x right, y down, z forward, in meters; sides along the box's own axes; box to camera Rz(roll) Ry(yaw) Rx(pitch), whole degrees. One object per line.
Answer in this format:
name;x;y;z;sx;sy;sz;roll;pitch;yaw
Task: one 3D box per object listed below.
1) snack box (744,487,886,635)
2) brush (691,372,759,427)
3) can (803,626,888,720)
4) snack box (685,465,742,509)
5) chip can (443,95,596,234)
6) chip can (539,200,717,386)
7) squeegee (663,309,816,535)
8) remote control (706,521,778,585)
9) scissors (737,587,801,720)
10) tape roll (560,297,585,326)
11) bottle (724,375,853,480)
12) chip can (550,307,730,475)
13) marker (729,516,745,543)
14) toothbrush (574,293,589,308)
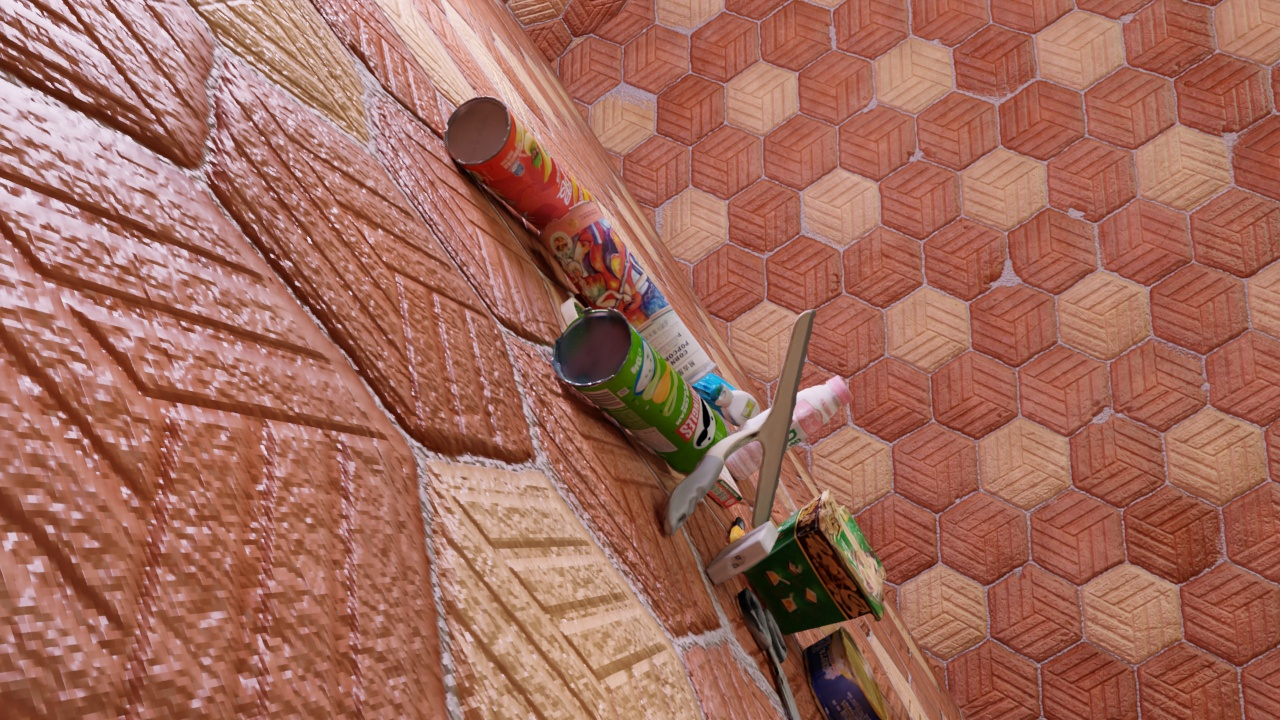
snack box;0.176;0.214;0.938;0.117;0.106;0.118;57;21;0
brush;0.106;0.049;1.247;0.109;0.060;0.314;25;-2;26
can;0.203;0.321;0.917;0.074;0.049;0.148;56;8;-2
snack box;0.061;0.103;1.004;0.156;0.027;0.077;46;13;-53
chip can;-0.114;-0.186;0.930;0.073;0.073;0.216;60;9;22
chip can;-0.014;-0.059;0.933;0.214;0.071;0.071;54;8;3
squeegee;0.072;0.094;0.818;0.039;0.247;0.245;20;27;25
remote control;0.095;0.173;0.831;0.019;0.056;0.135;59;8;9
scissors;0.123;0.270;0.776;0.173;0.014;0.140;60;10;25
tape roll;-0.048;-0.022;0.895;0.086;0.014;0.085;55;8;-12
bottle;0.200;0.089;1.268;0.068;0.197;0.068;54;9;-13
chip can;0.008;0.035;0.802;0.236;0.072;0.072;44;15;-56
marker;0.108;0.186;1.002;0.018;0.015;0.123;62;7;4
toothbrush;-0.019;0.009;0.947;0.187;0.016;0.017;58;-1;12
